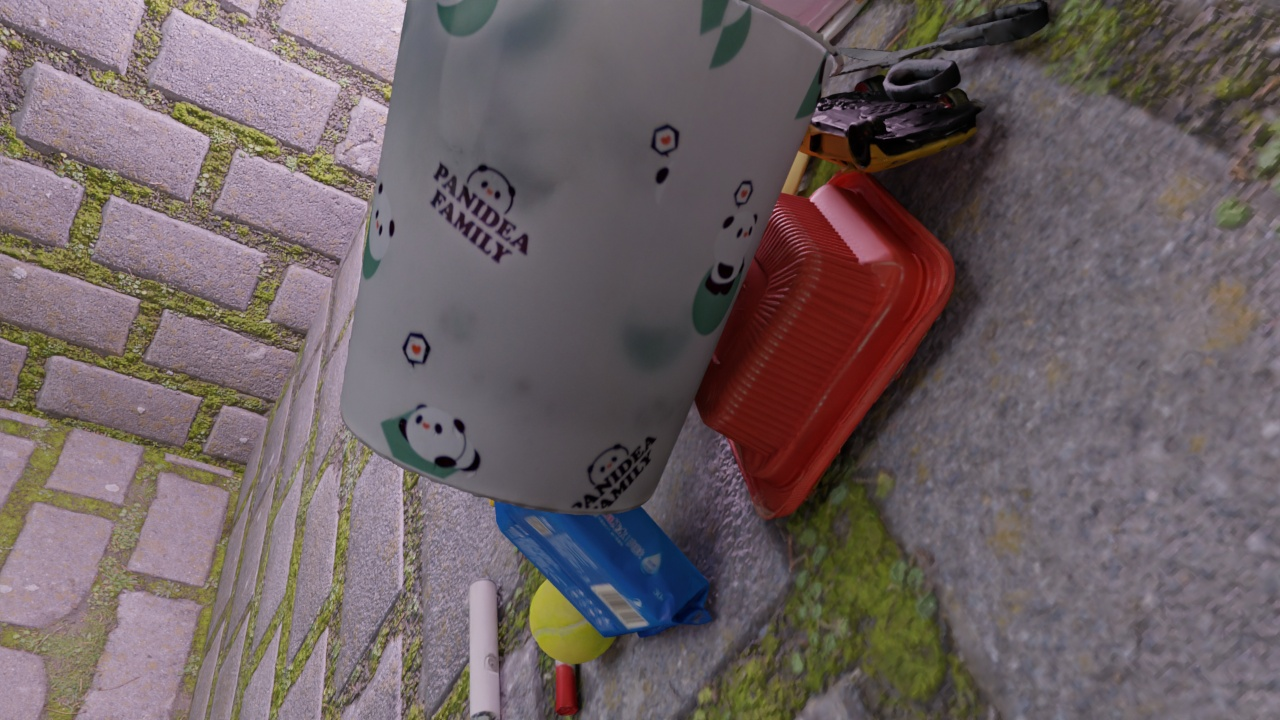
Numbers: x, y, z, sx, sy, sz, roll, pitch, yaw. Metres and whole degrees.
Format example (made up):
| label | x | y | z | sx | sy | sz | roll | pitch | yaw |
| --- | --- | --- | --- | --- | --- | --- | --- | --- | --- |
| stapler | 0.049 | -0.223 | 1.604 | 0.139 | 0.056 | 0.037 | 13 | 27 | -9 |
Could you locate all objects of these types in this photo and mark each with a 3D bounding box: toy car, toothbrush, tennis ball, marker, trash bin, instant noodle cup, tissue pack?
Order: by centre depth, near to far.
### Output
| label | x | y | z | sx | sy | sz | roll | pitch | yaw |
| --- | --- | --- | --- | --- | --- | --- | --- | --- | --- |
| trash bin | -0.041 | -0.070 | 0.498 | 0.229 | 0.229 | 0.252 | 40 | 115 | 63 |
| toy car | 0.137 | -0.136 | 0.540 | 0.156 | 0.071 | 0.041 | -130 | 21 | -65 |
| instant noodle cup | 0.084 | -0.021 | 0.544 | 0.189 | 0.079 | 0.164 | -62 | 23 | 24 |
| tissue pack | -0.028 | 0.117 | 0.592 | 0.052 | 0.157 | 0.095 | -48 | 10 | -35 |
| tennis ball | -0.047 | 0.183 | 0.657 | 0.066 | 0.065 | 0.065 | -44 | 35 | 42 |
| toothbrush | 0.123 | -0.221 | 0.695 | 0.192 | 0.018 | 0.016 | -47 | 35 | 34 |
| marker | -0.060 | 0.207 | 0.723 | 0.017 | 0.017 | 0.145 | -50 | 31 | 34 |
| toothbrush | -0.136 | 0.286 | 0.797 | 0.026 | 0.026 | 0.220 | -48 | 32 | 27 |

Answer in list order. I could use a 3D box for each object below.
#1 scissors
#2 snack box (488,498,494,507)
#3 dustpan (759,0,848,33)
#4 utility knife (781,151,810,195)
| label | x | y | z | sx | sy | sz | roll | pitch | yaw |
| --- | --- | --- | --- | --- | --- | --- | --- | --- | --- |
| scissors | 0.153 | -0.179 | 0.539 | 0.160 | 0.014 | 0.174 | -15 | 28 | 26 |
| snack box | -0.093 | 0.085 | 0.798 | 0.034 | 0.087 | 0.140 | -57 | 28 | 21 |
| dustpan | 0.149 | -0.328 | 0.717 | 0.274 | 0.139 | 0.222 | 100 | 180 | -62 |
| utility knife | 0.090 | -0.095 | 0.658 | 0.165 | 0.018 | 0.031 | -64 | 22 | 6 |
